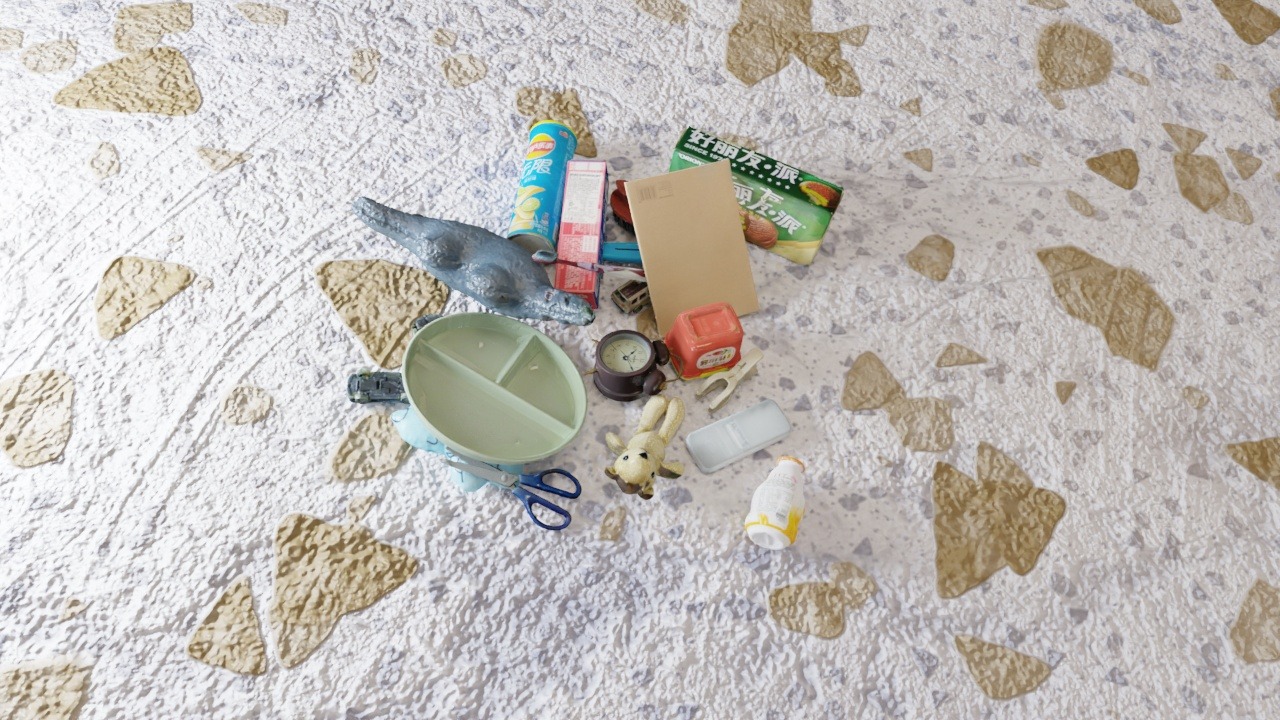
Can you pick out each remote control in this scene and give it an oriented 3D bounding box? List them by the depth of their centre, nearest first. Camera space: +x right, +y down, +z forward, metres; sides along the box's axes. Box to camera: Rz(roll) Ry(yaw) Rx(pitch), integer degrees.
[{"bbox_3d":[0.124,0.095,1.154,0.135,0.020,0.056,-22,66,-20],"label":"remote control"}]

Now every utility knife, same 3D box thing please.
[{"bbox_3d":[-0.006,-0.148,1.264,0.161,0.018,0.034,4,67,14],"label":"utility knife"}]

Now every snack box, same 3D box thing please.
[{"bbox_3d":[0.084,-0.030,1.188,0.091,0.080,0.082,-15,62,-16],"label":"snack box"},{"bbox_3d":[-0.077,-0.173,1.245,0.058,0.057,0.207,2,68,5],"label":"snack box"},{"bbox_3d":[0.155,-0.232,1.298,0.240,0.115,0.063,24,58,7],"label":"snack box"}]

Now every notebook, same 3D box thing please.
[{"bbox_3d":[0.071,-0.150,1.226,0.149,0.012,0.211,-16,99,-15],"label":"notebook"}]

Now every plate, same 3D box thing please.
[{"bbox_3d":[-0.175,0.033,1.110,0.230,0.028,0.229,15,45,-16],"label":"plate"}]

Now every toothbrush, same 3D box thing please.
[{"bbox_3d":[-0.052,-0.122,1.184,0.187,0.017,0.016,7,62,-31],"label":"toothbrush"}]

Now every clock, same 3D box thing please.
[{"bbox_3d":[-0.007,0.007,1.162,0.122,0.055,0.081,7,52,6],"label":"clock"}]

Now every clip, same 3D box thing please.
[{"bbox_3d":[0.117,0.026,1.182,0.099,0.070,0.034,-35,69,-20],"label":"clip"}]

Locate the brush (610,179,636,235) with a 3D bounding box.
[{"bbox_3d":[0.022,-0.204,1.289,0.146,0.069,0.063,30,59,10],"label":"brush"}]

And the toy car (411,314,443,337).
[{"bbox_3d":[-0.253,-0.012,1.160,0.048,0.031,0.105,-20,66,-22],"label":"toy car"}]

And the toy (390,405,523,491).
[{"bbox_3d":[-0.214,0.086,1.098,0.161,0.050,0.156,-4,59,-20],"label":"toy"}]

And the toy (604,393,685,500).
[{"bbox_3d":[0.012,0.100,1.111,0.105,0.066,0.156,28,43,2],"label":"toy"}]

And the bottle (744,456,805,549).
[{"bbox_3d":[0.165,0.168,1.091,0.063,0.063,0.108,21,59,5],"label":"bottle"}]

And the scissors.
[{"bbox_3d":[-0.146,0.132,1.072,0.126,0.012,0.173,-41,90,-30],"label":"scissors"}]

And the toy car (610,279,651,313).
[{"bbox_3d":[0.004,-0.099,1.246,0.090,0.035,0.042,-33,71,-27],"label":"toy car"}]

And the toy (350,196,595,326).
[{"bbox_3d":[-0.200,-0.120,1.174,0.356,0.137,0.091,27,94,16],"label":"toy"}]

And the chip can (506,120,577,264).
[{"bbox_3d":[-0.139,-0.237,1.287,0.071,0.071,0.209,9,59,-2],"label":"chip can"}]

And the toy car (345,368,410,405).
[{"bbox_3d":[-0.313,0.036,1.124,0.090,0.034,0.042,-1,57,-11],"label":"toy car"}]
